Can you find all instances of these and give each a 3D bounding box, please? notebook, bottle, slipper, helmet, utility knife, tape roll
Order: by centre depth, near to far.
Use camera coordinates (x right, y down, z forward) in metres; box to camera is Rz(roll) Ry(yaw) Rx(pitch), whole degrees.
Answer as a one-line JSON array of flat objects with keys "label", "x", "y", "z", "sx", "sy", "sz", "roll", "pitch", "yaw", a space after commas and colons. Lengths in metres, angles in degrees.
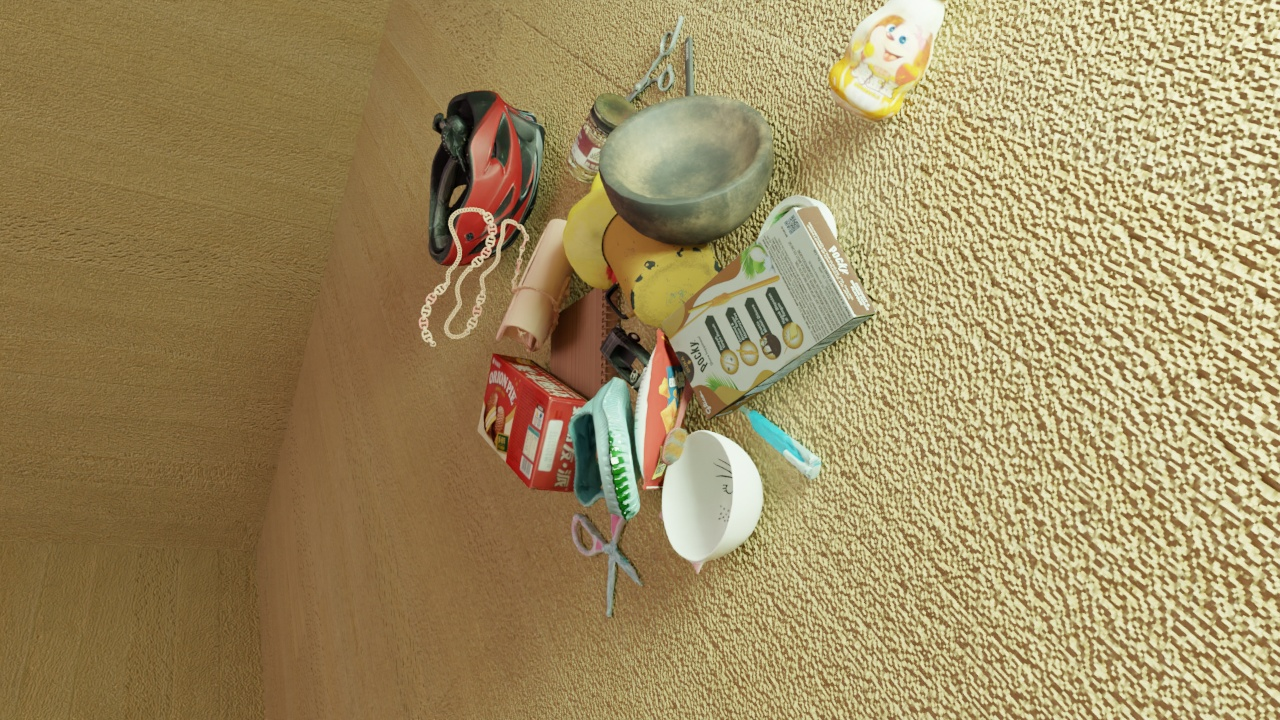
[{"label": "bottle", "x": 0.192, "y": -0.239, "z": 0.697, "sx": 0.109, "sy": 0.063, "sz": 0.063, "roll": -58, "pitch": 36, "yaw": 33}, {"label": "utility knife", "x": 0.112, "y": 0.061, "z": 0.799, "sx": 0.149, "sy": 0.015, "sz": 0.022, "roll": -135, "pitch": 37, "yaw": -57}, {"label": "tape roll", "x": 0.134, "y": -0.096, "z": 0.803, "sx": 0.094, "sy": 0.018, "sz": 0.093, "roll": -28, "pitch": 58, "yaw": 55}, {"label": "slipper", "x": -0.036, "y": 0.085, "z": 0.889, "sx": 0.276, "sy": 0.069, "sz": 0.116, "roll": -94, "pitch": -2, "yaw": -82}, {"label": "notebook", "x": -0.070, "y": 0.025, "z": 1.129, "sx": 0.170, "sy": 0.022, "sz": 0.210, "roll": -26, "pitch": 60, "yaw": 57}, {"label": "bottle", "x": -0.050, "y": -0.272, "z": 1.135, "sx": 0.105, "sy": 0.056, "sz": 0.056, "roll": -52, "pitch": 40, "yaw": 49}, {"label": "helmet", "x": -0.242, "y": -0.263, "z": 1.369, "sx": 0.273, "sy": 0.166, "sz": 0.217, "roll": -64, "pitch": 33, "yaw": 28}]

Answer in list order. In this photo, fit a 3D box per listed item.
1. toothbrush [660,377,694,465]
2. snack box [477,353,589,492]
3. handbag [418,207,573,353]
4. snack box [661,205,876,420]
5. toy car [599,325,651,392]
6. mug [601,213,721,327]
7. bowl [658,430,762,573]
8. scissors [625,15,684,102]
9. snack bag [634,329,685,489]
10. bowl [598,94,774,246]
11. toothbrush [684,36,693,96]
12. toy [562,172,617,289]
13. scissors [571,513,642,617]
[{"label": "toothbrush", "x": 0.050, "y": 0.017, "z": 0.863, "sx": 0.016, "sy": 0.015, "sz": 0.184, "roll": -37, "pitch": 29, "yaw": 52}, {"label": "snack box", "x": -0.138, "y": 0.073, "z": 1.155, "sx": 0.236, "sy": 0.060, "sz": 0.113, "roll": 27, "pitch": 107, "yaw": 61}, {"label": "handbag", "x": -0.182, "y": -0.104, "z": 1.157, "sx": 0.117, "sy": 0.187, "sz": 0.198, "roll": 128, "pitch": 164, "yaw": -74}, {"label": "snack box", "x": 0.102, "y": -0.036, "z": 0.782, "sx": 0.187, "sy": 0.031, "sz": 0.101, "roll": -40, "pitch": 69, "yaw": 45}, {"label": "toy car", "x": -0.006, "y": 0.006, "z": 0.976, "sx": 0.092, "sy": 0.037, "sz": 0.040, "roll": 45, "pitch": 126, "yaw": 17}, {"label": "mug", "x": 0.014, "y": -0.089, "z": 0.923, "sx": 0.124, "sy": 0.100, "sz": 0.094, "roll": -43, "pitch": 44, "yaw": 19}, {"label": "bowl", "x": 0.070, "y": 0.122, "z": 0.819, "sx": 0.115, "sy": 0.050, "sz": 0.114, "roll": -26, "pitch": 60, "yaw": 56}, {"label": "scissors", "x": 0.005, "y": -0.346, "z": 1.111, "sx": 0.160, "sy": 0.014, "sz": 0.120, "roll": 12, "pitch": 93, "yaw": 58}, {"label": "snack bag", "x": 0.021, "y": 0.052, "z": 0.884, "sx": 0.130, "sy": 0.039, "sz": 0.144, "roll": 30, "pitch": -116, "yaw": -75}, {"label": "bowl", "x": 0.046, "y": -0.173, "z": 0.863, "sx": 0.070, "sy": 0.162, "sz": 0.162, "roll": 73, "pitch": 178, "yaw": -49}, {"label": "toothbrush", "x": 0.055, "y": -0.287, "z": 1.008, "sx": 0.013, "sy": 0.013, "sz": 0.167, "roll": -31, "pitch": 53, "yaw": 54}, {"label": "toy", "x": -0.040, "y": -0.160, "z": 1.067, "sx": 0.207, "sy": 0.092, "sz": 0.134, "roll": -91, "pitch": 22, "yaw": -60}, {"label": "scissors", "x": -0.039, "y": 0.200, "z": 1.034, "sx": 0.175, "sy": 0.013, "sz": 0.170, "roll": -11, "pitch": 75, "yaw": 58}]
